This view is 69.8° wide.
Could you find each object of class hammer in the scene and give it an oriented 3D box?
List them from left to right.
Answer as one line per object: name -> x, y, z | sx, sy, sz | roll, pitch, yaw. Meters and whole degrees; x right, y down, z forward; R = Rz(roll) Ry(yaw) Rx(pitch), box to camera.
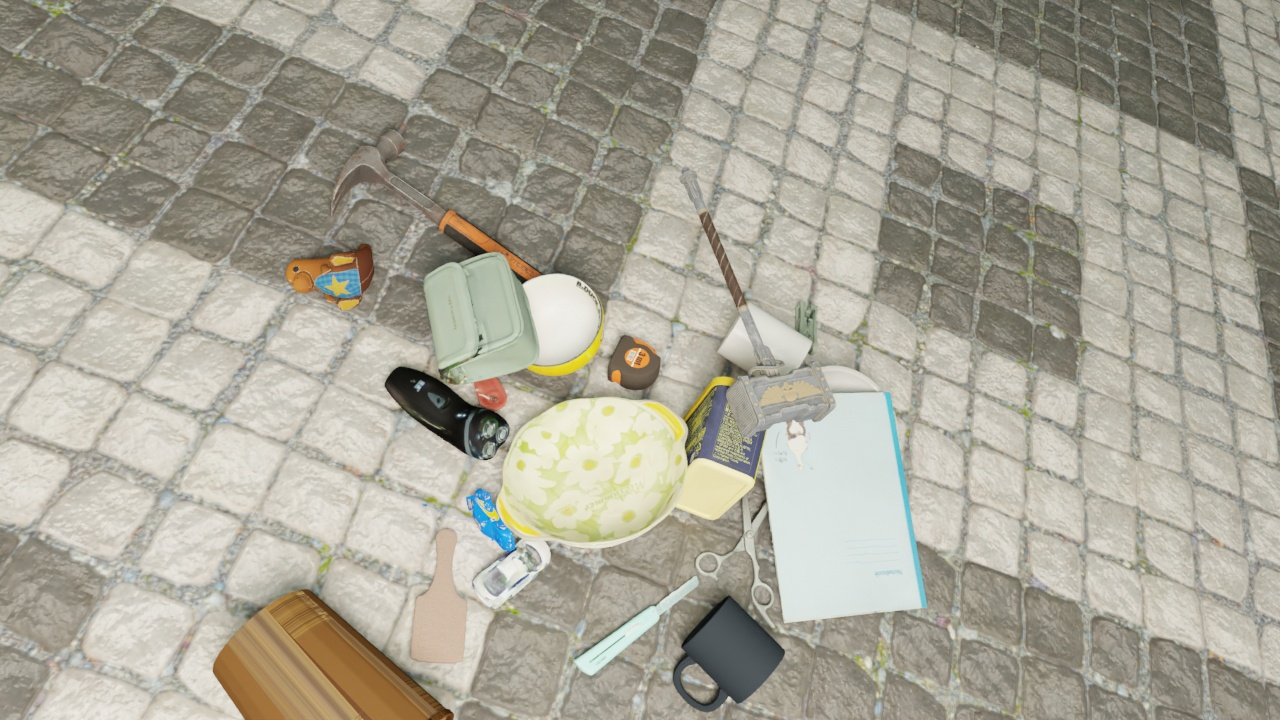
hammer -> -0.222, -0.148, 1.097 | 0.314, 0.035, 0.137 | 35, 56, 3
hammer -> 0.101, -0.078, 0.985 | 0.098, 0.044, 0.321 | -10, 67, -23

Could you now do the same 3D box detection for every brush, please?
brush -> -0.194, 0.229, 0.896 | 0.050, 0.015, 0.135 | 8, 52, -16
brush -> -0.192, -0.012, 1.028 | 0.040, 0.030, 0.172 | -15, 65, -27

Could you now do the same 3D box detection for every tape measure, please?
tape measure -> -0.006, 0.006, 1.078 | 0.059, 0.038, 0.058 | 18, 55, 8

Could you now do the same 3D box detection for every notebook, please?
notebook -> 0.227, 0.160, 1.045 | 0.181, 0.009, 0.253 | -1, 74, -18

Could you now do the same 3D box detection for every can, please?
can -> 0.083, 0.098, 0.994 | 0.075, 0.135, 0.104 | 22, 58, -6

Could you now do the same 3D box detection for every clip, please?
clip -> 0.215, -0.041, 1.189 | 0.042, 0.023, 0.075 | 15, 55, -8

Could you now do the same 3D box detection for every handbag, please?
handbag -> -0.173, -0.045, 0.983 | 0.106, 0.067, 0.121 | -18, 65, 2

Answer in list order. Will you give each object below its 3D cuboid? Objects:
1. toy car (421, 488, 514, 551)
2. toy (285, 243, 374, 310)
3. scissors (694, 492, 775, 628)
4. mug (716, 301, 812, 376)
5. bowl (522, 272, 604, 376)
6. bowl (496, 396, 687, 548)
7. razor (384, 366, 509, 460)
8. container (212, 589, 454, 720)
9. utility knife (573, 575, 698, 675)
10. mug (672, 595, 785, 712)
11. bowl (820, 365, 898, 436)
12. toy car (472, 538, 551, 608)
toy car -> -0.173, 0.164, 0.923 | 0.061, 0.033, 0.092 | -23, 47, -23
toy -> -0.346, -0.107, 1.032 | 0.090, 0.071, 0.102 | 2, 36, -3
scissors -> 0.127, 0.210, 1.014 | 0.141, 0.014, 0.158 | -29, 73, -27
mug -> 0.156, -0.024, 1.137 | 0.090, 0.074, 0.110 | 32, 30, 2
bowl -> -0.095, -0.033, 1.041 | 0.117, 0.068, 0.117 | -3, 66, 7
bowl -> -0.046, 0.126, 0.957 | 0.218, 0.060, 0.188 | -33, 54, -24
razor -> -0.205, 0.051, 0.965 | 0.140, 0.064, 0.052 | 33, 55, 1
container -> -0.264, 0.288, 0.772 | 0.167, 0.132, 0.131 | 41, 56, 14
utility knife -> 0.001, 0.268, 0.938 | 0.165, 0.015, 0.022 | -29, 71, -34
mug -> 0.081, 0.301, 0.918 | 0.077, 0.071, 0.105 | 44, 83, 9
bowl -> 0.234, 0.083, 1.103 | 0.149, 0.043, 0.149 | 5, 71, -16
toy car -> -0.126, 0.209, 0.920 | 0.038, 0.027, 0.089 | 44, 57, 12
